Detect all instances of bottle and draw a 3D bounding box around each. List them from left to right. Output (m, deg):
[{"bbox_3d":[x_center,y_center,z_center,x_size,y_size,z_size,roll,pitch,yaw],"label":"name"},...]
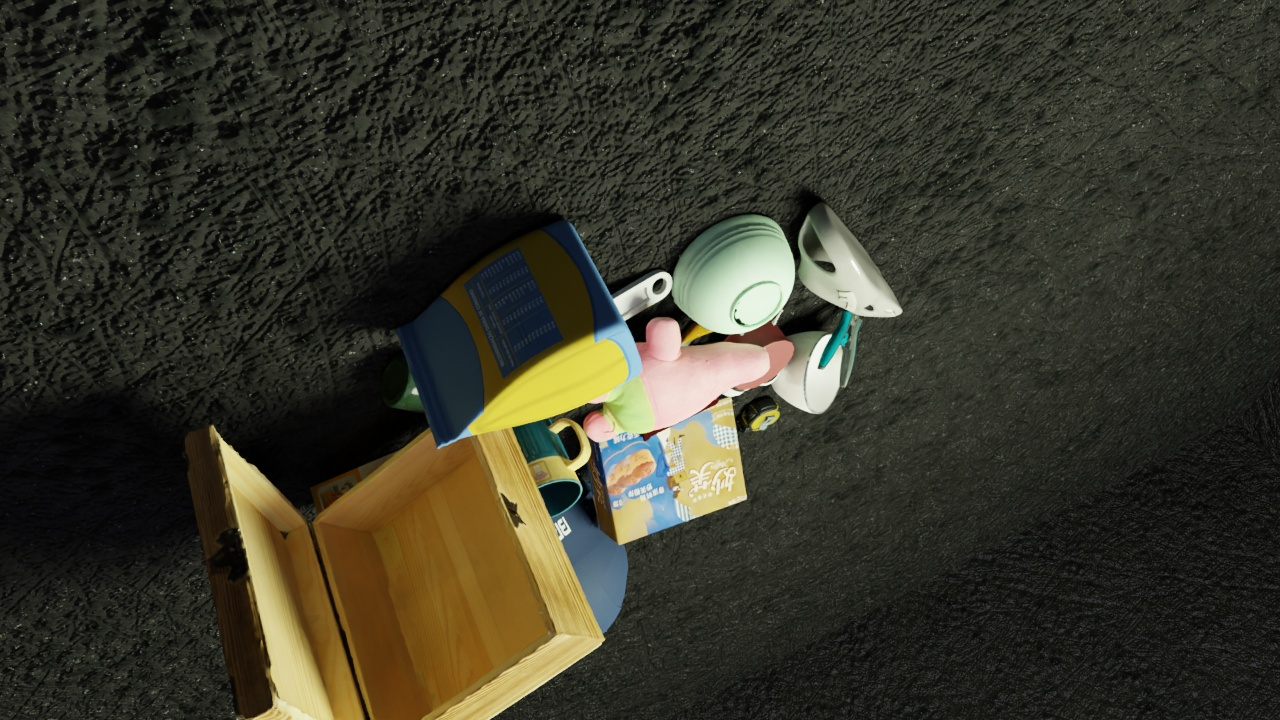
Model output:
[{"bbox_3d":[-0.193,0.037,0.997,0.174,0.055,0.055,16,127,-44],"label":"bottle"}]

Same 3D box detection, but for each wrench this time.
[{"bbox_3d":[-0.079,-0.035,0.994,0.272,0.018,0.087,-32,133,-18],"label":"wrench"}]

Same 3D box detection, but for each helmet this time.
[{"bbox_3d":[-0.127,0.309,1.344,0.232,0.223,0.272,-28,-174,0],"label":"helmet"}]

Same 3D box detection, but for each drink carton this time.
[{"bbox_3d":[-0.316,0.156,1.079,0.122,0.058,0.040,-23,148,-11],"label":"drink carton"}]

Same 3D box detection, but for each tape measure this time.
[{"bbox_3d":[0.186,0.085,1.410,0.061,0.034,0.062,-8,141,-33],"label":"tape measure"}]

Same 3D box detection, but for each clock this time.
[{"bbox_3d":[0.147,-0.002,1.204,0.096,0.048,0.138,-18,146,-25],"label":"clock"}]

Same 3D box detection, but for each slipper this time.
[{"bbox_3d":[0.247,-0.103,1.135,0.081,0.112,0.265,-29,156,21],"label":"slipper"}]

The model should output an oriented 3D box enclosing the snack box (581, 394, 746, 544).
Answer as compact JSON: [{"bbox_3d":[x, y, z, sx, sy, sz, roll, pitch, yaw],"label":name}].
[{"bbox_3d":[0.034,0.143,1.258,0.202,0.069,0.155,-15,105,-22],"label":"snack box"}]

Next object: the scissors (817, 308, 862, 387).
[{"bbox_3d":[0.282,-0.027,1.260,0.153,0.019,0.124,-48,135,-31],"label":"scissors"}]

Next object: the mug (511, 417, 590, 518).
[{"bbox_3d":[-0.112,0.113,1.063,0.114,0.107,0.083,-36,144,13],"label":"mug"}]

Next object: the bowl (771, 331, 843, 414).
[{"bbox_3d":[0.229,0.012,1.275,0.116,0.066,0.116,-20,116,-48],"label":"bowl"}]

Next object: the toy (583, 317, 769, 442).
[{"bbox_3d":[0.039,0.021,1.079,0.236,0.096,0.192,-15,144,-8],"label":"toy"}]

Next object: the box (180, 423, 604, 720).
[{"bbox_3d":[-0.270,0.208,0.867,0.284,0.279,0.323,-38,150,14],"label":"box"}]

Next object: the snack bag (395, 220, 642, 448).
[{"bbox_3d":[-0.123,-0.020,0.885,0.205,0.159,0.102,-26,147,-3],"label":"snack bag"}]

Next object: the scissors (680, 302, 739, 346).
[{"bbox_3d":[0.069,-0.017,1.184,0.225,0.016,0.216,-34,148,8],"label":"scissors"}]

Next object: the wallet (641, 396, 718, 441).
[{"bbox_3d":[0.045,0.045,1.182,0.115,0.018,0.092,-28,132,-18],"label":"wallet"}]

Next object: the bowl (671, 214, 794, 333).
[{"bbox_3d":[0.117,-0.086,1.052,0.150,0.077,0.151,-17,139,-16],"label":"bowl"}]
